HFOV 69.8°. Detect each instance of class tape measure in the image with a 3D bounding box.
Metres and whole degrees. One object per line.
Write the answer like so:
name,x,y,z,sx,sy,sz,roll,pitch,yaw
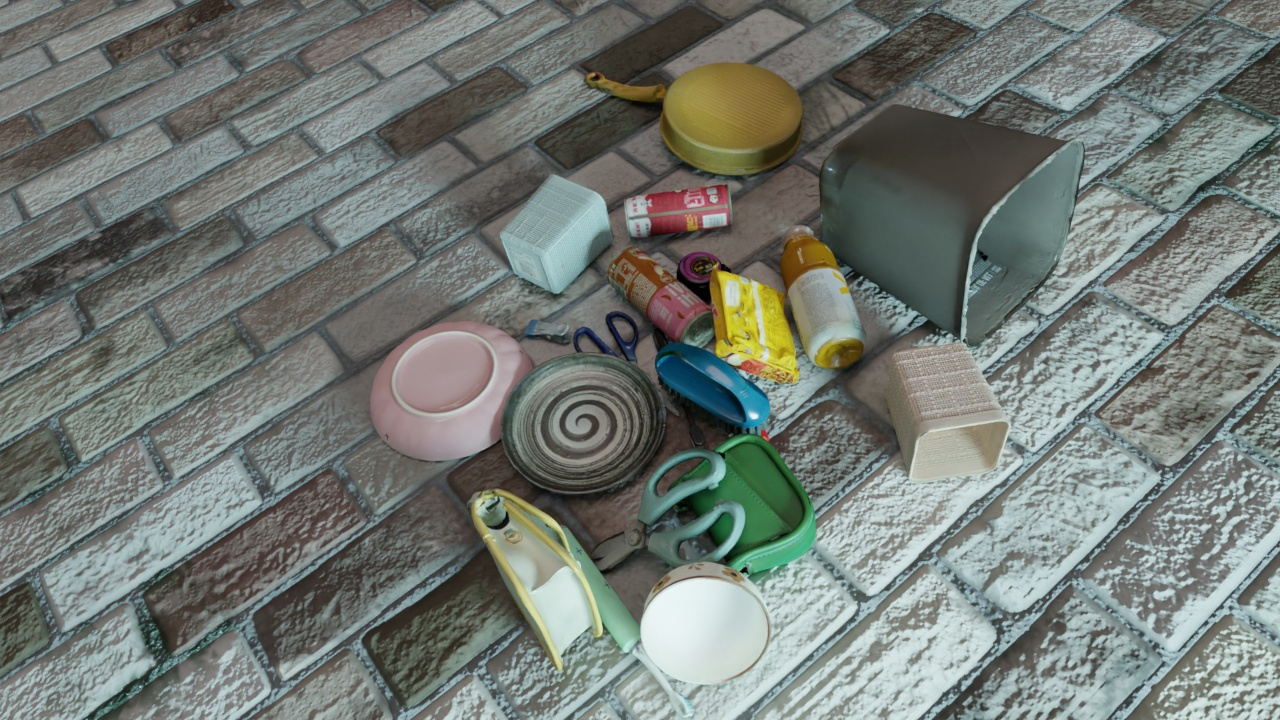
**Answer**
tape measure,0.072,-0.099,1.099,0.058,0.039,0.057,33,63,23

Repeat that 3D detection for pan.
pan,0.061,-0.364,1.303,0.357,0.078,0.197,31,59,20

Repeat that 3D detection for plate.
plate,-0.219,0.024,1.045,0.192,0.039,0.192,-4,52,5
plate,-0.061,0.068,0.993,0.179,0.024,0.179,-3,56,4

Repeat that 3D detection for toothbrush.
toothbrush,-0.022,0.240,0.857,0.026,0.027,0.224,-52,55,12
toothbrush,0.041,0.028,1.021,0.015,0.018,0.181,-14,50,-7

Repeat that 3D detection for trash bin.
trash bin,0.334,-0.164,1.025,0.198,0.199,0.220,-38,49,-22

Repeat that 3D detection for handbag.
handbag,0.100,0.145,0.894,0.120,0.068,0.131,-30,55,-4
handbag,-0.107,0.175,0.834,0.063,0.164,0.179,-32,54,-18

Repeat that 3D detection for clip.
clip,-0.109,-0.035,1.088,0.057,0.032,0.025,12,53,21

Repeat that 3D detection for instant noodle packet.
instant noodle packet,0.122,-0.042,1.020,0.110,0.044,0.128,21,47,-28

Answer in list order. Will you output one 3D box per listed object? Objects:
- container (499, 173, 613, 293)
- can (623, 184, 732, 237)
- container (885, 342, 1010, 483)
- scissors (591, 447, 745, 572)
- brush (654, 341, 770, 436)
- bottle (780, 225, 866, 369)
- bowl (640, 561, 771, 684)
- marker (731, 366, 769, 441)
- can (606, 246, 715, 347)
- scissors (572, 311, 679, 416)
container,-0.106,-0.154,1.137,0.090,0.090,0.111,27,63,26
can,0.048,-0.188,1.162,0.133,0.053,0.053,-7,52,3
container,0.301,0.049,0.920,0.090,0.090,0.110,-9,49,1
scissors,0.016,0.147,0.887,0.180,0.019,0.143,-23,60,25
brush,0.073,0.023,0.964,0.144,0.074,0.055,33,63,30
bottle,0.201,-0.078,1.044,0.068,0.068,0.189,-10,51,0
bowl,0.058,0.225,0.818,0.113,0.113,0.062,-4,20,5
marker,0.113,0.031,1.006,0.017,0.017,0.145,-13,52,-2
can,0.024,-0.074,1.074,0.057,0.058,0.147,-35,56,-18
scissors,-0.021,0.012,1.044,0.132,0.012,0.172,-5,53,3
